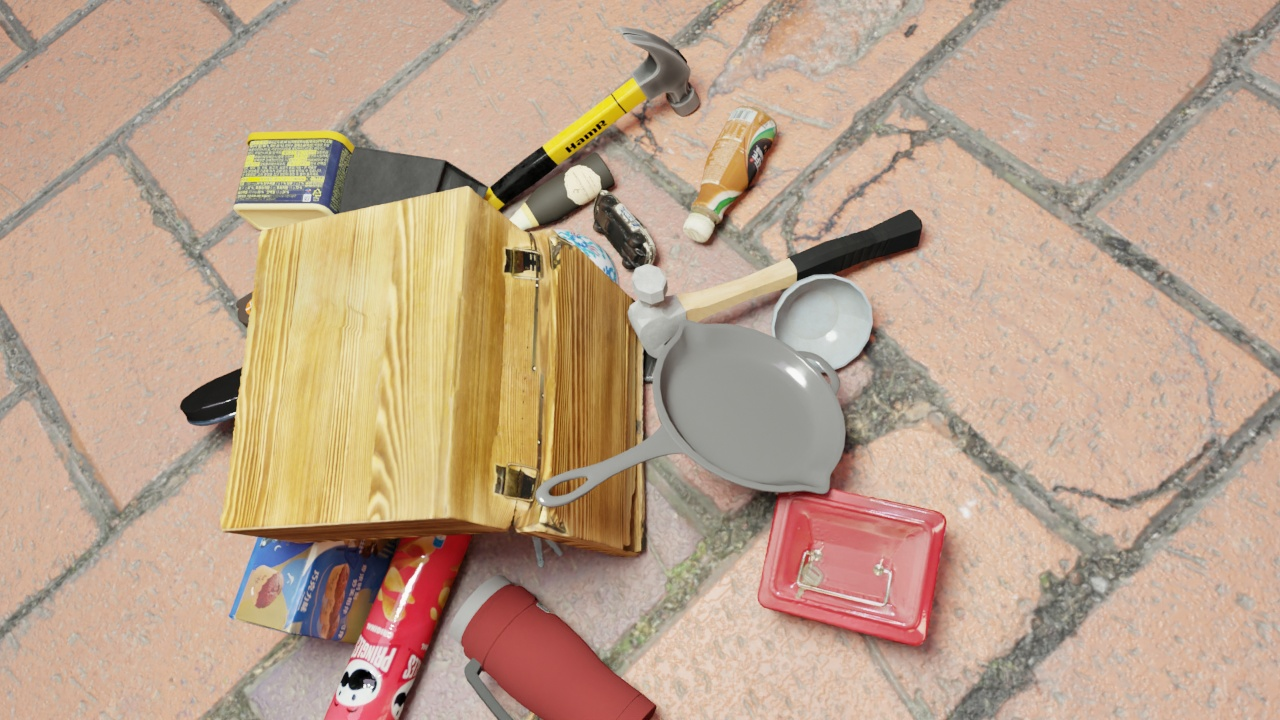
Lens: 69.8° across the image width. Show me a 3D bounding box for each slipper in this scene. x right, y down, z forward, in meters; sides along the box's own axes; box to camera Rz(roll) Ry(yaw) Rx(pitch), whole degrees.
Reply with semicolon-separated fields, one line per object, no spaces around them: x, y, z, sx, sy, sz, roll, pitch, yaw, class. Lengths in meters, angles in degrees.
-0.374;0.034;1.047;0.265;0.083;0.109;-21;27;-11;slipper

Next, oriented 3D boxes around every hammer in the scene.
-0.084;-0.261;1.077;0.325;0.169;0.034;-35;66;10;hammer
0.145;-0.088;0.968;0.328;0.131;0.039;-20;52;-9;hammer

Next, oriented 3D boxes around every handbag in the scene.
-0.296;-0.140;1.083;0.176;0.072;0.195;17;84;38;handbag

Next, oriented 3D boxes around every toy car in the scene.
-0.017;-0.150;1.060;0.040;0.049;0.113;-21;62;-33;toy car

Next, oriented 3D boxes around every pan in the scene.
0.053;0.064;0.836;0.353;0.024;0.216;-21;61;-35;pan

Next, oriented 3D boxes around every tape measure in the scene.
-0.455;-0.059;1.117;0.058;0.038;0.058;-32;53;-3;tape measure

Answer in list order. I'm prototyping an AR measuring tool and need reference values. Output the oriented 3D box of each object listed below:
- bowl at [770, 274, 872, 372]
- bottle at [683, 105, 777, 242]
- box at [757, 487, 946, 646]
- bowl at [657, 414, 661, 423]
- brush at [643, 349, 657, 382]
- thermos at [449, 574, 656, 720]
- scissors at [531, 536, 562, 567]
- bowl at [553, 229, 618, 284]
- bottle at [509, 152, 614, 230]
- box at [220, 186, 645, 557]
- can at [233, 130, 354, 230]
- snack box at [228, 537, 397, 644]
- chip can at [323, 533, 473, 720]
0.185;-0.043;0.960;0.106;0.039;0.106;-2;111;-5;bowl
0.098;-0.212;1.051;0.059;0.059;0.167;23;75;19;bottle
0.197;0.188;0.865;0.158;0.098;0.129;13;77;12;box
0.078;0.050;0.953;0.115;0.059;0.115;-4;68;10;bowl
-0.006;0.006;1.012;0.151;0.012;0.038;1;68;10;brush
-0.093;0.303;0.871;0.198;0.084;0.107;35;60;19;thermos
-0.111;0.150;0.981;0.095;0.015;0.142;-42;73;-6;scissors
-0.102;-0.095;1.037;0.144;0.074;0.143;-4;68;10;bowl
-0.119;-0.180;1.090;0.184;0.045;0.045;-32;66;-2;bottle
-0.153;0.039;0.876;0.287;0.336;0.278;-7;70;24;box
-0.431;-0.223;1.155;0.135;0.075;0.104;2;72;12;can
-0.310;0.174;0.929;0.069;0.155;0.202;10;71;13;snack box
-0.244;0.273;0.924;0.073;0.073;0.232;15;72;16;chip can
